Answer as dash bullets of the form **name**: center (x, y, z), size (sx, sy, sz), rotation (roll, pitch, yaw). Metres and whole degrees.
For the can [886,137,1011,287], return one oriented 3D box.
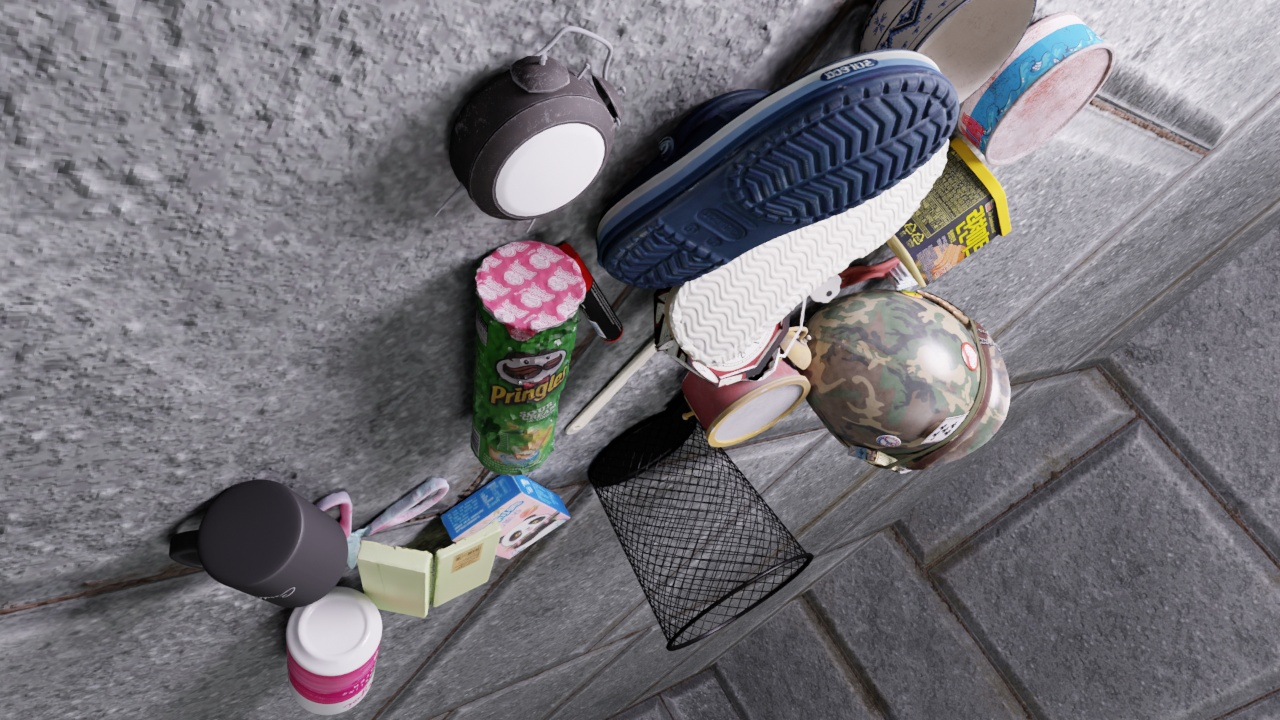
- **can**: center (0.287, -0.136, 0.880), size (0.101, 0.072, 0.130), rotation (-37, 157, 14)

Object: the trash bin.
- **trash bin**: center (0.055, 0.178, 1.018), size (0.184, 0.210, 0.184), rotation (-27, 156, -13)

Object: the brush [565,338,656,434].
- **brush**: center (-0.005, 0.005, 0.858), size (0.033, 0.012, 0.218), rotation (-2, 144, -51)

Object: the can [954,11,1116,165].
- **can**: center (0.338, -0.231, 0.791), size (0.129, 0.044, 0.130), rotation (-27, 156, -13)

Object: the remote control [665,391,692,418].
- **remote control**: center (0.087, 0.041, 1.042), size (0.149, 0.013, 0.035), rotation (-6, 144, -48)

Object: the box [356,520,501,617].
- **box**: center (-0.208, 0.213, 0.909), size (0.140, 0.048, 0.188), rotation (-8, 154, -19)

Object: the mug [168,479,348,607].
- **mug**: center (-0.291, 0.140, 0.688), size (0.113, 0.078, 0.088), rotation (-6, 155, 3)

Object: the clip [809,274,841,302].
- **clip**: center (0.169, -0.086, 0.896), size (0.102, 0.040, 0.054), rotation (-36, 138, 10)

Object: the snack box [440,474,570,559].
- **snack box**: center (-0.138, 0.165, 0.970), size (0.088, 0.033, 0.154), rotation (-34, 156, 2)

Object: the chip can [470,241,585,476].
- **chip can**: center (-0.089, 0.010, 0.679), size (0.075, 0.075, 0.224), rotation (-23, 155, -23)

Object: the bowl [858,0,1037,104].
- **bowl**: center (0.195, -0.220, 0.611), size (0.115, 0.059, 0.116), rotation (-27, 156, -13)

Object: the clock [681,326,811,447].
- **clock**: center (0.108, 0.012, 0.925), size (0.116, 0.081, 0.159), rotation (-10, 150, -37)

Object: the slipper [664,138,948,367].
- **slipper**: center (0.124, -0.103, 0.703), size (0.272, 0.054, 0.114), rotation (-41, 126, -9)

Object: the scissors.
- **scissors**: center (-0.244, 0.149, 0.830), size (0.167, 0.014, 0.171), rotation (-21, 153, -26)

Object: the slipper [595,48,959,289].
- **slipper**: center (0.071, -0.134, 0.595), size (0.253, 0.095, 0.105), rotation (-26, 144, 28)

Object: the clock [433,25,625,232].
- **clock**: center (-0.054, -0.120, 0.506), size (0.123, 0.043, 0.091), rotation (-46, 154, 27)

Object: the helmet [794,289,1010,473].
- **helmet**: center (0.280, 0.021, 0.989), size (0.192, 0.224, 0.236), rotation (-66, 158, 0)

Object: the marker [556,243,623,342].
- **marker**: center (-0.040, -0.047, 0.698), size (0.023, 0.021, 0.145), rotation (-5, 159, 11)

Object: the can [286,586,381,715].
- **can**: center (-0.315, 0.301, 0.939), size (0.088, 0.088, 0.166), rotation (-19, 153, -31)

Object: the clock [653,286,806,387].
- **clock**: center (0.078, -0.040, 0.772), size (0.154, 0.065, 0.115), rotation (8, 106, -38)

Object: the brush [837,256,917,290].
- **brush**: center (0.273, -0.094, 0.997), size (0.172, 0.030, 0.041), rotation (-15, 151, -35)
